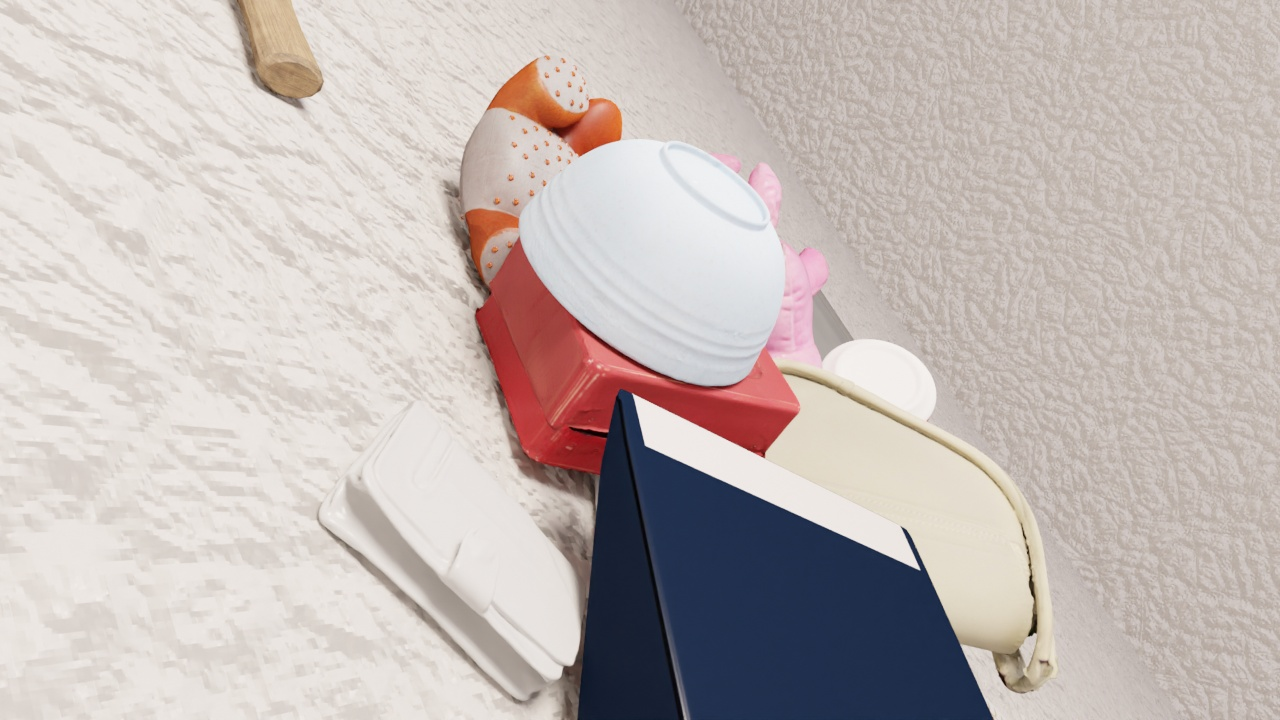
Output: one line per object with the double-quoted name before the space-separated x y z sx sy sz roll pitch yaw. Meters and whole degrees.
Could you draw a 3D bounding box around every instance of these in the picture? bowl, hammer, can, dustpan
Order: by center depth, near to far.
"dustpan" 0.072 0.175 0.407 0.236 0.080 0.272 28 33 -34
"bowl" 0.019 -0.065 0.482 0.150 0.075 0.150 27 30 -17
"hammer" -0.244 -0.270 0.561 0.132 0.040 0.305 17 40 -54
"can" 0.174 0.062 0.742 0.166 0.088 0.088 93 -22 -53

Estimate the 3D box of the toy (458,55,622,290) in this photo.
"toy" -0.040 -0.097 0.615 0.172 0.093 0.163 27 63 -52

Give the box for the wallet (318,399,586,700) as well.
"wallet" -0.066 0.071 0.370 0.116 0.032 0.086 47 18 -17

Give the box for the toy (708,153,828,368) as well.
"toy" 0.069 -0.091 0.709 0.186 0.128 0.265 -17 56 -22

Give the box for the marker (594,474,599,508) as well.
"marker" -0.017 0.063 0.516 0.019 0.019 0.145 42 22 -28

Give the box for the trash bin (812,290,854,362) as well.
"trash bin" 0.124 -0.018 0.872 0.219 0.098 0.191 18 39 -57

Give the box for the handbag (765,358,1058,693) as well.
"handbag" 0.141 0.121 0.614 0.229 0.132 0.183 14 46 -6

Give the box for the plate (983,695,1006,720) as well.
"plate" 0.310 0.371 0.731 0.242 0.016 0.242 45 20 -22

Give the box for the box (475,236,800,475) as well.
"box" -0.004 0.007 0.522 0.158 0.087 0.129 14 38 -39
